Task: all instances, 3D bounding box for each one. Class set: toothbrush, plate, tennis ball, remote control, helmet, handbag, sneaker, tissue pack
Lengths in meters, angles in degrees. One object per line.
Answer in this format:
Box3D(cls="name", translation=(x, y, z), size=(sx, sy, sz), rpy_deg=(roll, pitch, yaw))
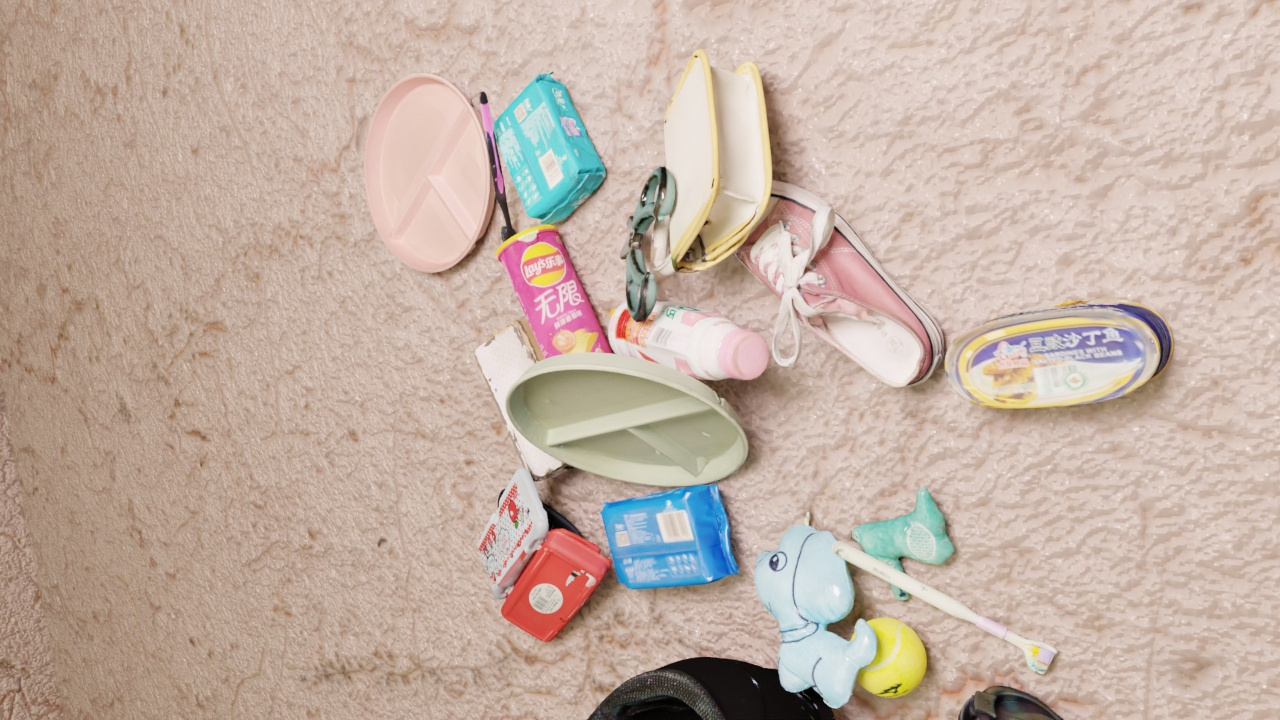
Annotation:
Box3D(cls="toothbrush", translation=(0.245, 0.198, 0.756), size=(0.190, 0.020, 0.029), rpy_deg=(27, 120, 21))
Box3D(cls="plate", translation=(-0.012, 0.058, 0.854), size=(0.231, 0.230, 0.027), rpy_deg=(-16, 48, 39))
Box3D(cls="tennis ball", translation=(0.210, 0.253, 0.783), size=(0.066, 0.065, 0.065), rpy_deg=(8, 104, 37))
Box3D(cls="toothbrush", translation=(-0.153, -0.197, 0.978), size=(0.018, 0.014, 0.189), rpy_deg=(36, 144, 40))
Box3D(cls="remote control", translation=(-0.111, 0.189, 1.054), size=(0.136, 0.024, 0.053), rpy_deg=(27, 119, 31))
Box3D(cls="plate", translation=(-0.249, -0.219, 1.086), size=(0.230, 0.028, 0.229), rpy_deg=(9, 105, 38))
Box3D(cls="helmet", translation=(0.071, 0.401, 0.819), size=(0.234, 0.229, 0.275), rpy_deg=(3, 99, 53))
Box3D(cls="handbag", translation=(0.052, -0.157, 0.809), size=(0.179, 0.063, 0.163), rpy_deg=(128, 146, -57))
Box3D(cls="sneaker", translation=(0.143, -0.067, 0.760), size=(0.241, 0.087, 0.118), rpy_deg=(49, 124, 24))
Box3D(cls="tissue pack", translation=(-0.097, -0.219, 0.949), size=(0.093, 0.050, 0.133), rpy_deg=(-32, 78, 40))
Box3D(cls="tissue pack", translation=(0.028, 0.178, 0.924), size=(0.157, 0.052, 0.095), rpy_deg=(-17, 86, 40))

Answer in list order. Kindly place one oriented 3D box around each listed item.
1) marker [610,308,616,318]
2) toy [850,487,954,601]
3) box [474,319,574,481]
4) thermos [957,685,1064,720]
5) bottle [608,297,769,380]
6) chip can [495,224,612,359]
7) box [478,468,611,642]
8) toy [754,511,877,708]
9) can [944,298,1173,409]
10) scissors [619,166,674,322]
Box3D(cls="marker", translation=(-0.006, 0.005, 0.943), size=(0.018, 0.015, 0.124), rpy_deg=(-17, 90, 41))
Box3D(cls="toy", translation=(0.224, 0.158, 0.780), size=(0.092, 0.030, 0.096), rpy_deg=(-20, 93, 44))
Box3D(cls="box", translation=(-0.112, 0.034, 1.004), size=(0.090, 0.063, 0.184), rpy_deg=(-31, 77, 38))
Box3D(cls="thermos", translation=(0.288, 0.335, 0.728), size=(0.093, 0.092, 0.143), rpy_deg=(24, 120, 33))
Box3D(cls="bottle", translation=(0.042, -0.017, 0.824), size=(0.197, 0.068, 0.068), rpy_deg=(15, 109, 59))
Box3D(cls="chip can", translation=(-0.076, -0.033, 0.956), size=(0.072, 0.071, 0.210), rpy_deg=(-32, 79, 38))
Box3D(cls="box", translation=(-0.121, 0.224, 1.021), size=(0.160, 0.063, 0.202), rpy_deg=(46, 138, 12))
Box3D(cls="toy", translation=(0.150, 0.213, 0.808), size=(0.162, 0.049, 0.156), rpy_deg=(-5, 64, 56))
Box3D(cls="can", translation=(0.302, -0.003, 0.672), size=(0.148, 0.049, 0.074), rpy_deg=(-8, 93, 40))
Box3D(cls="scissors", translation=(-0.002, -0.094, 0.849), size=(0.177, 0.019, 0.171), rpy_deg=(149, 127, -72))
